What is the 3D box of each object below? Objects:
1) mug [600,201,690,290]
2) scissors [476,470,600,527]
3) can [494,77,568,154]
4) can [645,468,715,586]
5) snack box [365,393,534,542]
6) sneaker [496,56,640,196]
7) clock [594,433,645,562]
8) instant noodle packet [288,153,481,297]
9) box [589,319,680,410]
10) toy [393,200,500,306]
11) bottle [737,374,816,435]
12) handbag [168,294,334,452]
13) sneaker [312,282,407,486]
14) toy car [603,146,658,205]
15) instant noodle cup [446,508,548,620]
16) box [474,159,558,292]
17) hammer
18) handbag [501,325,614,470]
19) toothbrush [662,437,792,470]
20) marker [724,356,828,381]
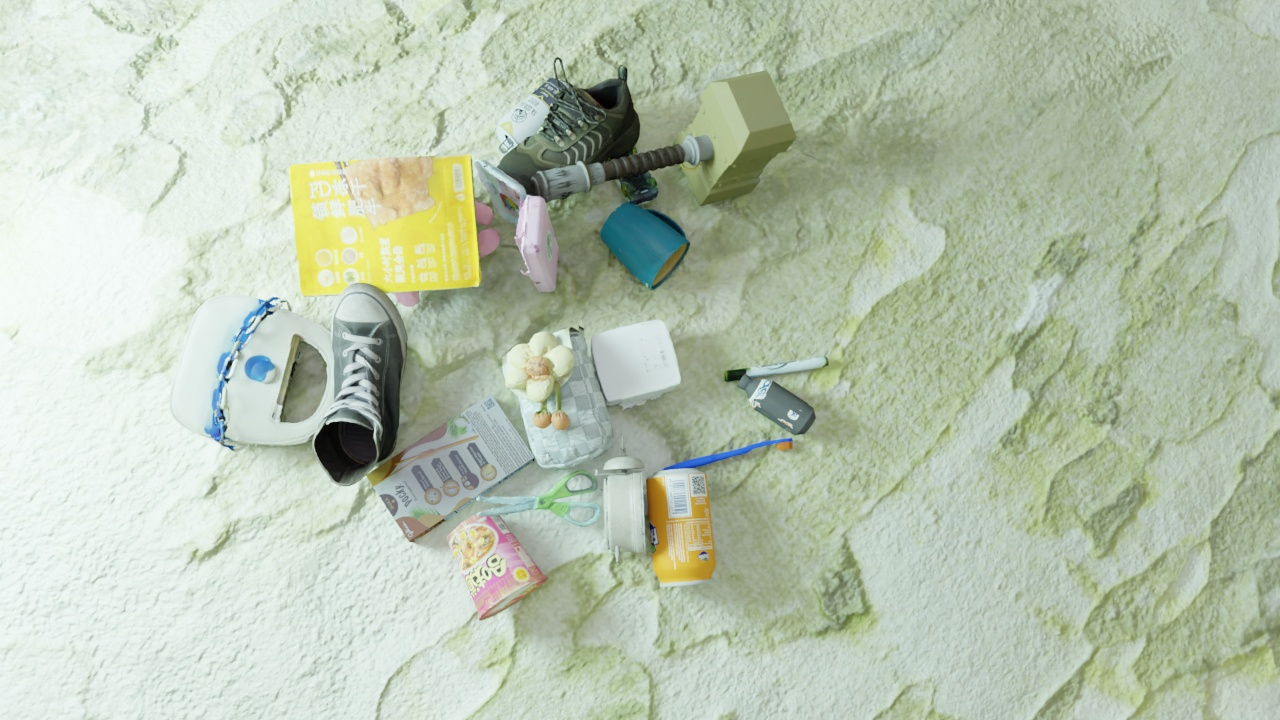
[{"bbox_3d":[0.010,-0.167,1.255,0.104,0.085,0.111,40,48,10],"label":"mug"},{"bbox_3d":[-0.128,0.171,1.157,0.175,0.033,0.078,6,79,-34],"label":"scissors"},{"bbox_3d":[-0.147,-0.332,1.276,0.127,0.064,0.064,-44,85,-13],"label":"can"},{"bbox_3d":[0.051,0.212,1.165,0.079,0.079,0.142,-4,78,-7],"label":"can"},{"bbox_3d":[-0.241,0.137,1.176,0.185,0.032,0.101,-34,83,-12],"label":"snack box"},{"bbox_3d":[-0.089,-0.312,1.207,0.101,0.143,0.237,37,59,25],"label":"sneaker"},{"bbox_3d":[-0.024,0.171,1.155,0.061,0.103,0.156,-3,82,0],"label":"clock"},{"bbox_3d":[-0.312,-0.165,1.130,0.221,0.084,0.163,-4,99,-8],"label":"instant noodle packet"},{"bbox_3d":[-0.008,0.009,1.228,0.107,0.076,0.102,-14,81,-7],"label":"box"},{"bbox_3d":[-0.307,-0.168,1.211,0.238,0.088,0.190,-8,86,-15],"label":"toy"},{"bbox_3d":[0.181,0.057,1.231,0.112,0.047,0.047,33,76,2],"label":"bottle"},{"bbox_3d":[-0.472,0.020,1.153,0.199,0.093,0.200,10,76,-11],"label":"handbag"},{"bbox_3d":[-0.339,0.028,1.101,0.095,0.119,0.235,8,102,-4],"label":"sneaker"},{"bbox_3d":[-0.015,-0.261,1.290,0.048,0.033,0.105,-23,69,-13],"label":"toy car"},{"bbox_3d":[-0.183,0.247,1.131,0.097,0.098,0.108,-30,74,-12],"label":"instant noodle cup"},{"bbox_3d":[-0.143,-0.172,1.169,0.073,0.201,0.149,-23,81,-4],"label":"box"},{"bbox_3d":[0.015,-0.259,1.185,0.324,0.191,0.100,-18,79,-20],"label":"hammer"},{"bbox_3d":[-0.105,0.051,1.159,0.112,0.123,0.171,-21,83,10],"label":"handbag"},{"bbox_3d":[0.118,0.129,1.224,0.182,0.016,0.018,-13,84,-9],"label":"toothbrush"},{"bbox_3d":[0.186,0.011,1.258,0.146,0.017,0.017,-8,78,-8],"label":"marker"}]
